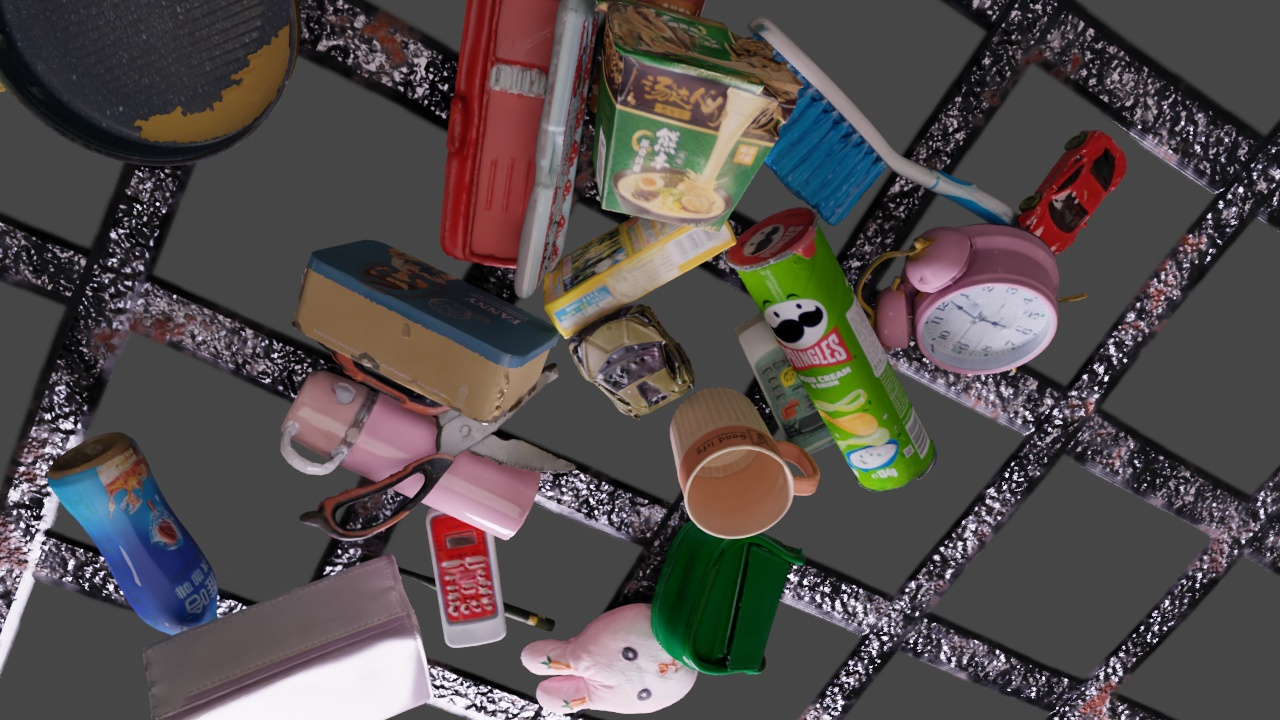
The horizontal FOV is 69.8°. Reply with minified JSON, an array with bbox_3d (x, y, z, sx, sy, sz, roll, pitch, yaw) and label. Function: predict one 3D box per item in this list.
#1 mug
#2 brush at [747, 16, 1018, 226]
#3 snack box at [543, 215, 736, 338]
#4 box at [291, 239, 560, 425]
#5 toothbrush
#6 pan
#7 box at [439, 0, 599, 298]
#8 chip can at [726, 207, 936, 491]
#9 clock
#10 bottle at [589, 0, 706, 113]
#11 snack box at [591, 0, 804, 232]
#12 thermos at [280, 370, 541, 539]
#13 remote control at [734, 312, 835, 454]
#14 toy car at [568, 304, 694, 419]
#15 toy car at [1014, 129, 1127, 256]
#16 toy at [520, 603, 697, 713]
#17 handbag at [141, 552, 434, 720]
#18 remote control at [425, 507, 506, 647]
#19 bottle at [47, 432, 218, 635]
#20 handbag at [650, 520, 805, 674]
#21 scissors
[{"bbox_3d":[0.084,0.080,0.737,0.114,0.105,0.082,5,114,-9],"label":"mug"},{"bbox_3d":[0.178,-0.138,0.681,0.314,0.060,0.109,37,102,-23],"label":"brush"},{"bbox_3d":[-0.004,-0.076,0.666,0.140,0.086,0.034,-27,114,6],"label":"snack box"},{"bbox_3d":[-0.144,-0.021,0.645,0.184,0.089,0.062,23,111,8],"label":"box"},{"bbox_3d":[-0.162,0.211,0.821,0.185,0.012,0.017,24,115,-16],"label":"toothbrush"},{"bbox_3d":[-0.390,-0.187,0.576,0.357,0.078,0.198,-24,115,4],"label":"pan"},{"bbox_3d":[-0.082,-0.148,0.617,0.095,0.101,0.202,8,113,-11],"label":"box"},{"bbox_3d":[0.153,-0.002,0.707,0.072,0.072,0.236,-31,116,7],"label":"chip can"},{"bbox_3d":[0.242,-0.047,0.700,0.158,0.059,0.117,16,139,-7],"label":"clock"},{"bbox_3d":[0.016,-0.243,0.608,0.057,0.057,0.175,14,112,-13],"label":"bottle"},{"bbox_3d":[0.019,-0.147,0.565,0.117,0.118,0.106,10,123,-15],"label":"snack box"},{"bbox_3d":[-0.180,0.080,0.719,0.198,0.087,0.067,29,129,-19],"label":"thermos"},{"bbox_3d":[0.128,0.018,0.761,0.056,0.019,0.135,-25,115,5],"label":"remote control"},{"bbox_3d":[-0.004,0.004,0.691,0.070,0.042,0.158,-30,154,7],"label":"toy car"},{"bbox_3d":[0.329,-0.125,0.700,0.049,0.031,0.106,41,85,-20],"label":"toy car"},{"bbox_3d":[-0.027,0.283,0.849,0.159,0.054,0.121,-16,114,6],"label":"toy"},{"bbox_3d":[-0.278,0.255,0.752,0.196,0.098,0.145,-17,134,-20],"label":"handbag"},{"bbox_3d":[-0.150,0.187,0.797,0.056,0.020,0.136,-7,108,-10],"label":"remote control"},{"bbox_3d":[-0.393,0.163,0.743,0.065,0.065,0.219,-16,115,1],"label":"bottle"},{"bbox_3d":[0.078,0.208,0.803,0.120,0.068,0.131,22,86,-32],"label":"handbag"},{"bbox_3d":[-0.153,0.059,0.694,0.222,0.015,0.188,27,71,-18],"label":"scissors"}]
